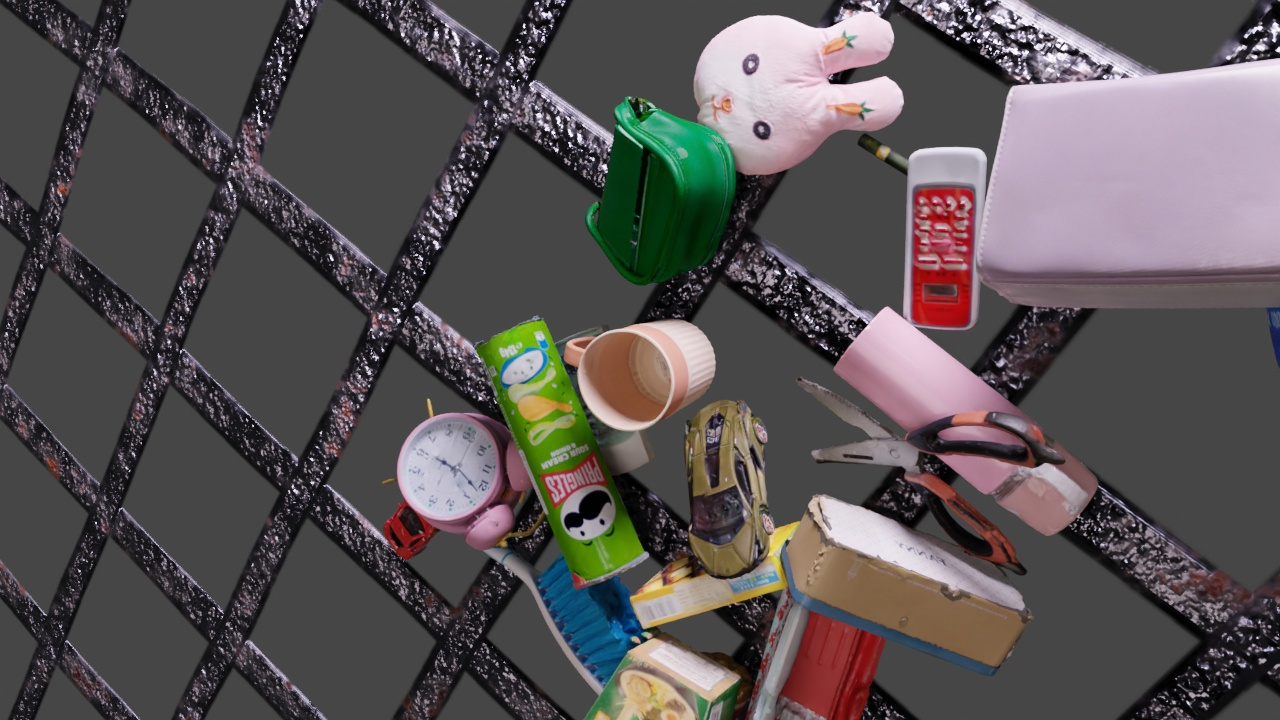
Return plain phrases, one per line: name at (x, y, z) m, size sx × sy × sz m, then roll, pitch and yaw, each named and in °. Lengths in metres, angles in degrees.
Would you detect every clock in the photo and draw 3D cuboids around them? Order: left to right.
clock at (-0.156, 0.112, 0.865) m, size 0.158 × 0.060 × 0.117 m, roll 24°, pitch 81°, yaw 13°

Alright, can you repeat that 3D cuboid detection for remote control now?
remote control at (-0.033, 0.038, 0.841) m, size 0.056 × 0.019 × 0.135 m, roll -19°, pitch 90°, yaw 26°
remote control at (0.227, -0.090, 0.688) m, size 0.056 × 0.020 × 0.136 m, roll 7°, pitch 109°, yaw 30°

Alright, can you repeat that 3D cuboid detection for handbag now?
handbag at (0.011, -0.137, 0.751) m, size 0.120 × 0.067 × 0.132 m, roll 47°, pitch 140°, yaw 28°
handbag at (0.328, -0.108, 0.576) m, size 0.197 × 0.098 × 0.145 m, roll 5°, pitch 84°, yaw 44°

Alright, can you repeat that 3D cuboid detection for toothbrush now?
toothbrush at (0.244, -0.122, 0.690) m, size 0.186 × 0.012 × 0.017 m, roll 37°, pitch 106°, yaw 16°

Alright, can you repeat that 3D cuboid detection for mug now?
mug at (-0.005, 0.005, 0.774) m, size 0.115 × 0.105 × 0.082 m, roll 17°, pitch 105°, yaw 22°

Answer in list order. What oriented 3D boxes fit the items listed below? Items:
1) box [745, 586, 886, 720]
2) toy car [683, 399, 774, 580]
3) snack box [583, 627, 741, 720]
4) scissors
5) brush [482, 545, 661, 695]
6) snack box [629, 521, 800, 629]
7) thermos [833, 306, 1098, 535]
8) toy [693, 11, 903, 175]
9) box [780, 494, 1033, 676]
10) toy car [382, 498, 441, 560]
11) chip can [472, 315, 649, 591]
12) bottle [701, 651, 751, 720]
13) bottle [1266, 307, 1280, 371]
box at (0.133, 0.278, 0.757) m, size 0.095 × 0.101 × 0.202 m, roll 20°, pitch 107°, yaw 22°
toy car at (0.070, 0.102, 0.753) m, size 0.070 × 0.042 × 0.157 m, roll -25°, pitch 47°, yaw 26°
snack box at (0.021, 0.293, 0.747) m, size 0.117 × 0.118 × 0.105 m, roll 25°, pitch 97°, yaw 23°
scissors at (0.208, 0.072, 0.679) m, size 0.222 × 0.015 × 0.189 m, roll 40°, pitch 150°, yaw 15°
brush at (-0.094, 0.205, 0.881) m, size 0.110 × 0.060 × 0.314 m, roll -45°, pitch 76°, yaw 27°
snack box at (0.069, 0.182, 0.779) m, size 0.141 × 0.086 × 0.033 m, roll -22°, pitch 89°, yaw 26°
thermos at (0.239, 0.044, 0.678) m, size 0.198 × 0.087 × 0.067 m, roll 42°, pitch 92°, yaw 15°
toy at (0.119, -0.212, 0.713) m, size 0.160 × 0.054 × 0.121 m, roll -10°, pitch 95°, yaw 22°
box at (0.191, 0.164, 0.688) m, size 0.184 × 0.089 × 0.062 m, roll 20°, pitch 108°, yaw -3°
toy car at (-0.232, 0.166, 0.936) m, size 0.049 × 0.031 × 0.107 m, roll 52°, pitch 134°, yaw 7°
chip can at (-0.073, 0.081, 0.818) m, size 0.072 × 0.072 × 0.236 m, roll -26°, pitch 85°, yaw 26°
bottle at (0.045, 0.350, 0.834) m, size 0.057 × 0.057 × 0.175 m, roll 26°, pitch 109°, yaw 19°
bottle at (0.442, -0.014, 0.585) m, size 0.065 × 0.065 × 0.218 m, roll -8°, pitch 95°, yaw 26°
